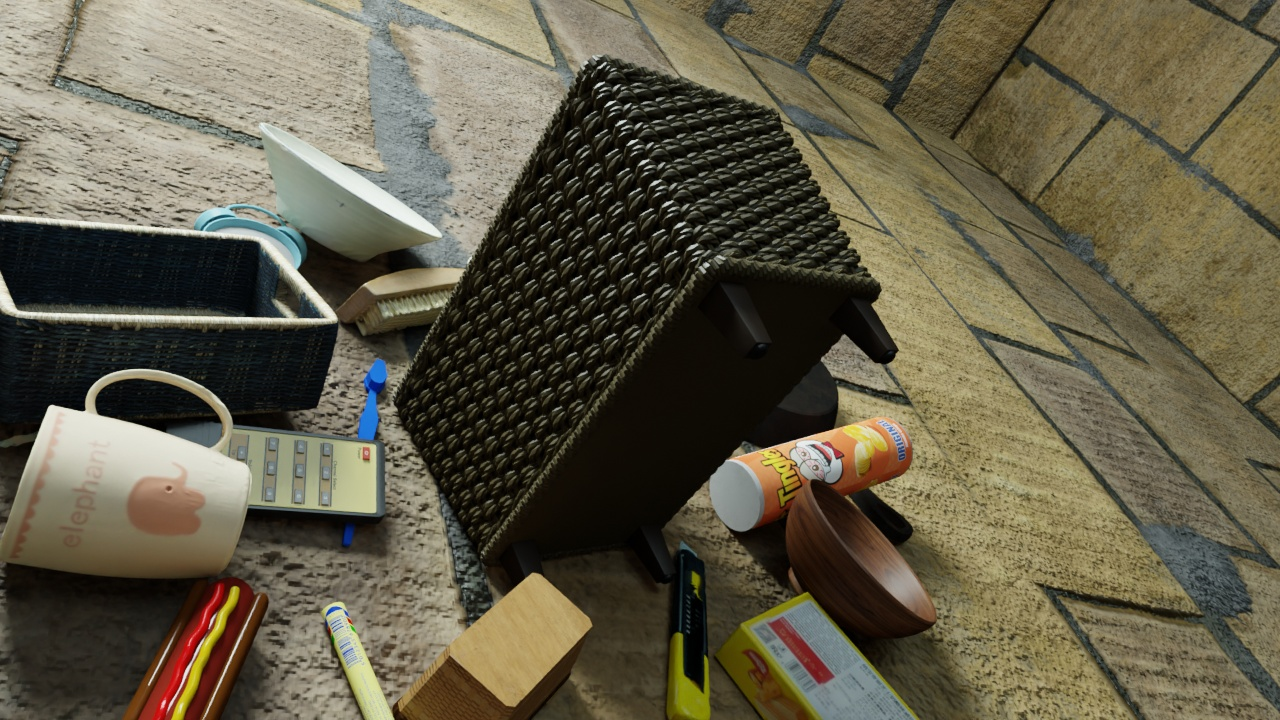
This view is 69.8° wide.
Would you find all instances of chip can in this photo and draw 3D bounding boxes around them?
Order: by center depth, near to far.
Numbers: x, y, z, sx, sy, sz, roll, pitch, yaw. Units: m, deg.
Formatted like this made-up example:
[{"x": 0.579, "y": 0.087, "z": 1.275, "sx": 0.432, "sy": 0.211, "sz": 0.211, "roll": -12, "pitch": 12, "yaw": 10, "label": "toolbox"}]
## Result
[{"x": 0.162, "y": 0.101, "z": 0.844, "sx": 0.209, "sy": 0.062, "sz": 0.062, "roll": -10, "pitch": 49, "yaw": -37, "label": "chip can"}]

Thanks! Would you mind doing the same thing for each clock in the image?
[{"x": -0.315, "y": -0.093, "z": 0.743, "sx": 0.087, "sy": 0.042, "sz": 0.123, "roll": 16, "pitch": 35, "yaw": -27, "label": "clock"}]

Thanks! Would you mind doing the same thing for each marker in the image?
[{"x": -0.145, "y": 0.190, "z": 0.501, "sx": 0.014, "sy": 0.014, "sz": 0.132, "roll": -1, "pitch": 43, "yaw": -44, "label": "marker"}]

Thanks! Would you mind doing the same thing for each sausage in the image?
[{"x": -0.221, "y": 0.166, "z": 0.439, "sx": 0.040, "sy": 0.040, "sz": 0.155, "roll": 23, "pitch": 30, "yaw": -15, "label": "sausage"}]

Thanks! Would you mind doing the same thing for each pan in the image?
[{"x": 0.163, "y": 0.049, "z": 0.979, "sx": 0.248, "sy": 0.043, "sz": 0.356, "roll": -8, "pitch": 48, "yaw": -49, "label": "pan"}]

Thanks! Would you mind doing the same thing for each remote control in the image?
[{"x": -0.229, "y": 0.071, "z": 0.580, "sx": 0.133, "sy": 0.013, "sz": 0.058, "roll": 9, "pitch": 53, "yaw": -29, "label": "remote control"}]

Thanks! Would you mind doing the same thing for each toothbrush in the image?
[{"x": -0.196, "y": 0.059, "z": 0.654, "sx": 0.016, "sy": 0.011, "sz": 0.186, "roll": 19, "pitch": 31, "yaw": -22, "label": "toothbrush"}]

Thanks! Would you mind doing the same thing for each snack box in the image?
[{"x": 0.150, "y": 0.262, "z": 0.644, "sx": 0.092, "sy": 0.042, "sz": 0.200, "roll": -7, "pitch": 47, "yaw": -48, "label": "snack box"}]

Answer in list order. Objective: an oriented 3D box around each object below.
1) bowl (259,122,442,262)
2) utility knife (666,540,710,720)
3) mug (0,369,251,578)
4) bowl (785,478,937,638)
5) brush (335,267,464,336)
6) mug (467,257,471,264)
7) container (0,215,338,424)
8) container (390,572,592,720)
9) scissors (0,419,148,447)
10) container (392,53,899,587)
[{"x": -0.265, "y": -0.134, "z": 0.805, "sx": 0.176, "sy": 0.058, "sz": 0.176, "roll": 34, "pitch": 5, "yaw": -3, "label": "bowl"}, {"x": 0.035, "y": 0.192, "z": 0.666, "sx": 0.028, "sy": 0.020, "sz": 0.170, "roll": 27, "pitch": 28, "yaw": -13, "label": "utility knife"}, {"x": -0.267, "y": 0.061, "z": 0.493, "sx": 0.104, "sy": 0.085, "sz": 0.111, "roll": 20, "pitch": 71, "yaw": -29, "label": "mug"}, {"x": 0.165, "y": 0.175, "z": 0.751, "sx": 0.147, "sy": 0.069, "sz": 0.147, "roll": 42, "pitch": 15, "yaw": -14, "label": "bowl"}, {"x": -0.198, "y": -0.050, "z": 0.785, "sx": 0.116, "sy": 0.049, "sz": 0.039, "roll": -15, "pitch": 76, "yaw": -54, "label": "brush"}, {"x": -0.115, "y": -0.052, "z": 0.821, "sx": 0.080, "sy": 0.097, "sz": 0.122, "roll": -27, "pitch": 28, "yaw": -37, "label": "mug"}, {"x": -0.312, "y": -0.027, "z": 0.587, "sx": 0.187, "sy": 0.071, "sz": 0.145, "roll": -1, "pitch": 29, "yaw": -44, "label": "container"}, {"x": -0.079, "y": 0.177, "z": 0.533, "sx": 0.063, "sy": 0.061, "sz": 0.113, "roll": 39, "pitch": 30, "yaw": 12, "label": "container"}, {"x": -0.318, "y": 0.046, "z": 0.557, "sx": 0.134, "sy": 0.016, "sz": 0.086, "roll": -10, "pitch": 51, "yaw": -48, "label": "scissors"}, {"x": -0.004, "y": 0.003, "z": 0.624, "sx": 0.176, "sy": 0.322, "sz": 0.205, "roll": 2, "pitch": 47, "yaw": -42, "label": "container"}]
